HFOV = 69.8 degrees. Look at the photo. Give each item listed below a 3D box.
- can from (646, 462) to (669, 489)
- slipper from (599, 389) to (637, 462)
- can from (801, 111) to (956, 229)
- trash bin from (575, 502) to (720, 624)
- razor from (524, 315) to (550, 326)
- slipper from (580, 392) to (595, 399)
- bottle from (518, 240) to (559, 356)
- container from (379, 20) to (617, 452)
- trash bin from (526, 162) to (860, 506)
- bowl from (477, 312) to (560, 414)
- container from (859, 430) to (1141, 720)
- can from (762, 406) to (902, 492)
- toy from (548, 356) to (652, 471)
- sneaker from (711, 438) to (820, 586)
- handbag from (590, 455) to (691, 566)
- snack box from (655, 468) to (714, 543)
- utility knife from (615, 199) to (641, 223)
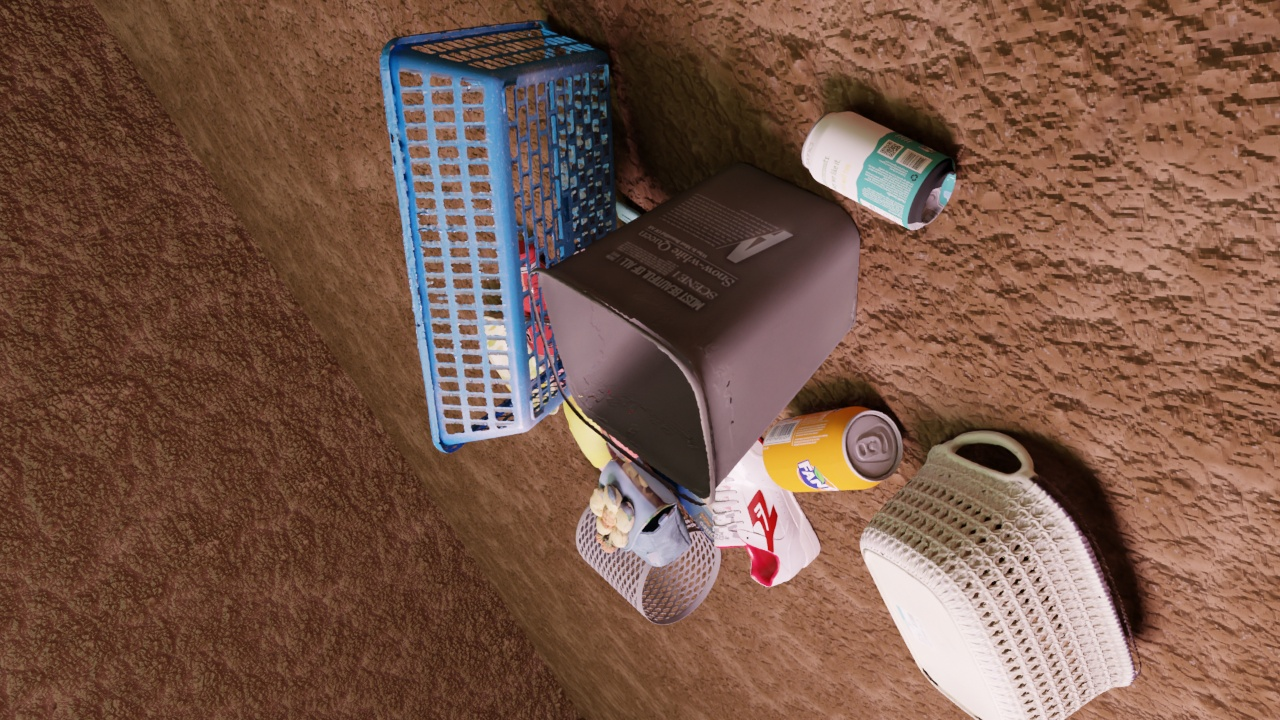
[{"bbox_3d":[0.023,0.117,1.269,0.137,0.053,0.054,54,156,-8],"label":"can"},{"bbox_3d":[-0.006,0.006,1.034,0.103,0.059,0.248,50,-155,-36],"label":"slipper"},{"bbox_3d":[0.169,-0.137,0.655,0.101,0.054,0.055,36,152,29],"label":"can"},{"bbox_3d":[0.006,0.295,1.433,0.183,0.156,0.156,28,148,45],"label":"trash bin"},{"bbox_3d":[-0.108,-0.049,1.231,0.106,0.026,0.043,7,151,1],"label":"razor"},{"bbox_3d":[0.023,0.054,1.125,0.273,0.114,0.054,3,107,55],"label":"slipper"},{"bbox_3d":[-0.142,-0.086,1.255,0.062,0.062,0.177,32,150,36],"label":"bottle"},{"bbox_3d":[-0.102,-0.117,0.849,0.089,0.256,0.363,9,116,23],"label":"container"},{"bbox_3d":[0.059,-0.037,0.786,0.197,0.219,0.198,34,151,33],"label":"trash bin"},{"bbox_3d":[-0.172,-0.007,1.423,0.188,0.060,0.220,42,155,18],"label":"bowl"},{"bbox_3d":[0.303,0.200,0.796,0.252,0.143,0.185,61,168,-21],"label":"container"},{"bbox_3d":[0.188,0.090,0.915,0.079,0.079,0.143,54,156,-7],"label":"can"},{"bbox_3d":[-0.057,0.094,1.333,0.238,0.087,0.190,55,167,-12],"label":"toy"},{"bbox_3d":[0.123,0.179,1.122,0.090,0.104,0.236,4,129,58],"label":"sneaker"},{"bbox_3d":[-0.007,0.215,1.248,0.122,0.118,0.192,46,164,29],"label":"handbag"},{"bbox_3d":[0.084,0.166,1.219,0.082,0.027,0.150,-31,98,33],"label":"snack box"},{"bbox_3d":[0.031,-0.127,0.963,0.147,0.015,0.022,35,151,24],"label":"utility knife"}]
